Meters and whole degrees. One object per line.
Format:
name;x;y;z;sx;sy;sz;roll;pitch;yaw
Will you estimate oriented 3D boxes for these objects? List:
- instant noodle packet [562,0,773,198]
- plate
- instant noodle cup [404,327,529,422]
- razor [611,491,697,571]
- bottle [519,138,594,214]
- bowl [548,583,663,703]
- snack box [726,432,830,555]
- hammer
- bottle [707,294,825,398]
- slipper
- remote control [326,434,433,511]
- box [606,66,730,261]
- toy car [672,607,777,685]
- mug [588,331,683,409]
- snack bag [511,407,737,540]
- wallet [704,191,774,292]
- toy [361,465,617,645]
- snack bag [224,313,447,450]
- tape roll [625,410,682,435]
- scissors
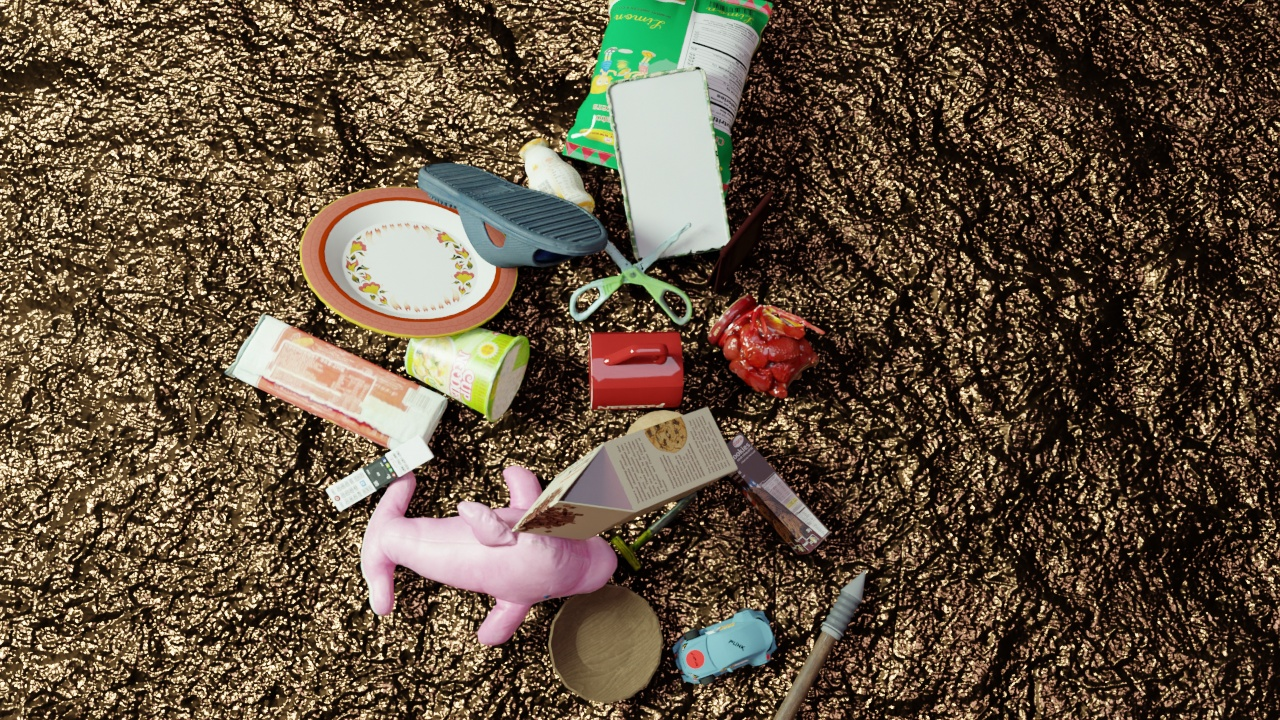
instant noodle packet;0.035;-0.334;1.084;0.195;0.090;0.252;15;81;-2
plate;-0.250;-0.106;1.002;0.229;0.021;0.229;10;48;-12
instant noodle cup;-0.189;0.002;0.987;0.108;0.099;0.098;21;75;9
razor;0.022;0.177;0.991;0.105;0.026;0.042;-39;79;-16
bottle;-0.099;-0.202;1.055;0.063;0.063;0.108;-27;79;-10
bowl;-0.036;0.292;0.952;0.118;0.030;0.117;1;76;-4
snack box;0.139;0.145;0.991;0.031;0.051;0.141;-40;82;-13
hammer;0.156;0.356;0.948;0.156;0.043;0.321;33;74;4
bottle;0.139;-0.016;1.007;0.098;0.099;0.111;-41;76;-13
slipper;-0.151;-0.145;1.007;0.264;0.083;0.101;28;33;32
remote control;-0.274;0.118;0.967;0.124;0.011;0.028;-30;96;11
box;0.032;-0.217;1.030;0.117;0.050;0.205;-11;102;2
toy car;0.090;0.300;0.960;0.107;0.027;0.060;-18;78;-8
mug;-0.006;0.006;0.982;0.096;0.116;0.080;-1;71;-5
snack bag;-0.019;0.118;0.887;0.205;0.095;0.070;-16;75;-39
wallet;0.111;-0.130;1.025;0.018;0.116;0.091;38;76;7
toy;-0.157;0.184;0.923;0.266;0.128;0.186;4;67;6
snack bag;-0.325;0.030;0.995;0.225;0.041;0.077;24;75;4
tape roll;0.025;0.103;1.006;0.094;0.027;0.094;1;76;-4
scissors;-0.008;-0.097;1.027;0.172;0.021;0.171;-39;107;19
